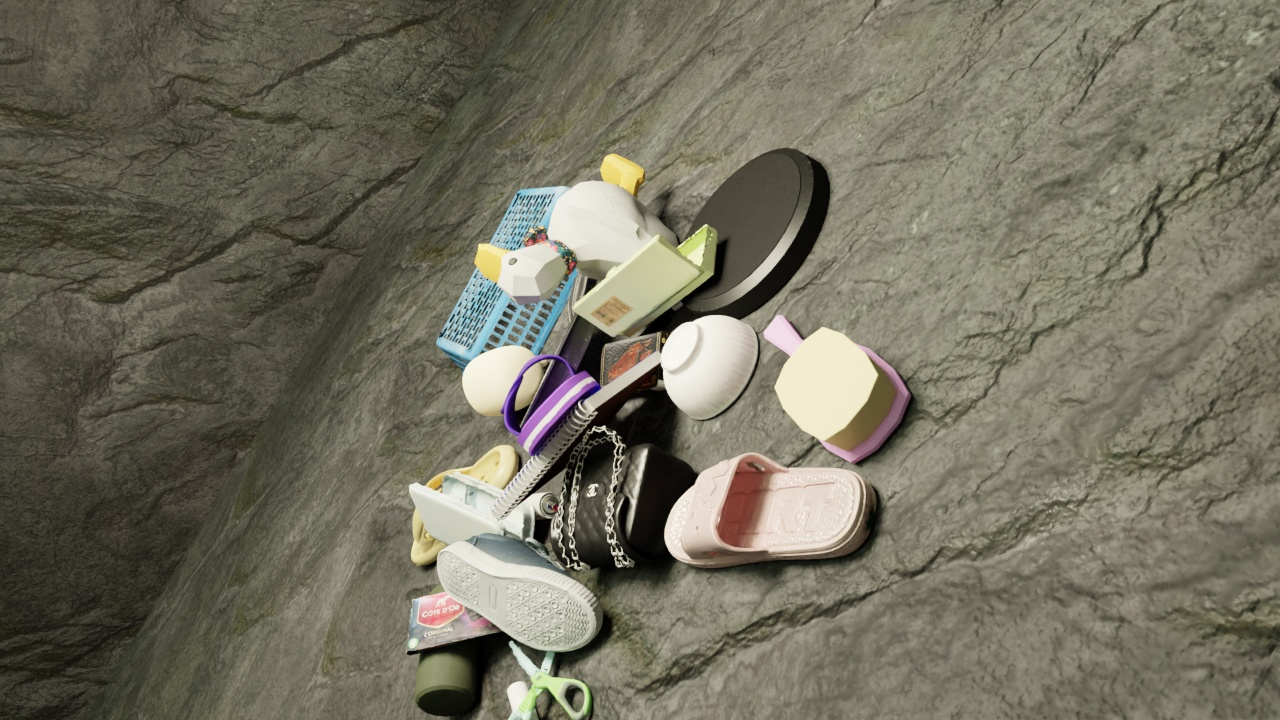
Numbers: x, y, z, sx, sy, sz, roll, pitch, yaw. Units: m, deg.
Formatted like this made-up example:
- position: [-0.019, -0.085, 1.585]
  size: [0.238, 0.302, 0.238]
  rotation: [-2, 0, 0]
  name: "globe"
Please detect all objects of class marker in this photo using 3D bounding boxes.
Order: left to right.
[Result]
- position: [-0.111, 0.381, 0.940]
  size: [0.027, 0.023, 0.133]
  rotation: [-56, 28, 7]
  name: "marker"

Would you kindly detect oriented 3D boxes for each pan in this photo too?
- position: [-0.098, -0.042, 1.281]
  size: [0.188, 0.055, 0.355]
  rotation: [-60, 7, 40]
  name: "pan"
- position: [0.079, -0.108, 1.094]
  size: [0.357, 0.034, 0.225]
  rotation: [-42, 33, 27]
  name: "pan"

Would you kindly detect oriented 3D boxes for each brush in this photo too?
- position: [0.159, 0.006, 0.844]
  size: [0.089, 0.043, 0.228]
  rotation: [-53, 29, 11]
  name: "brush"

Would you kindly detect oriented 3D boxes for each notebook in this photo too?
- position: [-0.073, 0.086, 1.038]
  size: [0.210, 0.022, 0.171]
  rotation: [-49, -8, 33]
  name: "notebook"

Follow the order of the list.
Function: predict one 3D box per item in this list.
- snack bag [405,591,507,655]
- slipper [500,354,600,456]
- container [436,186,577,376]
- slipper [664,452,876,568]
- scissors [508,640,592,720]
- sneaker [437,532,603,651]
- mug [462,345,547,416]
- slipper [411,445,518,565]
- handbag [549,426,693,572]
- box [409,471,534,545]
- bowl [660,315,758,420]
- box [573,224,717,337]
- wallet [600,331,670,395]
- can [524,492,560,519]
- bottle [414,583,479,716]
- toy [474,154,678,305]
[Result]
- position: [-0.202, 0.301, 1.088]
  size: [0.155, 0.018, 0.074]
  rotation: [-15, 41, 8]
  name: "snack bag"
- position: [-0.107, 0.042, 1.051]
  size: [0.107, 0.084, 0.266]
  rotation: [-45, -6, -2]
  name: "slipper"
- position: [-0.204, -0.131, 1.512]
  size: [0.257, 0.089, 0.362]
  rotation: [16, 77, 61]
  name: "container"
- position: [0.095, 0.129, 0.808]
  size: [0.240, 0.064, 0.094]
  rotation: [-15, 50, 51]
  name: "slipper"
- position: [-0.109, 0.338, 0.958]
  size: [0.159, 0.025, 0.171]
  rotation: [-52, 30, -13]
  name: "scissors"
- position: [-0.123, 0.246, 1.014]
  size: [0.236, 0.087, 0.089]
  rotation: [14, 111, 35]
  name: "sneaker"
- position: [-0.184, 0.023, 1.339]
  size: [0.119, 0.096, 0.100]
  rotation: [-28, 7, -41]
  name: "mug"
- position: [-0.274, 0.198, 1.326]
  size: [0.262, 0.079, 0.111]
  rotation: [-40, 30, 31]
  name: "slipper"
- position: [-0.038, 0.151, 0.949]
  size: [0.154, 0.114, 0.124]
  rotation: [-18, 49, 47]
  name: "handbag"
- position: [-0.202, 0.208, 1.188]
  size: [0.216, 0.123, 0.083]
  rotation: [13, 42, 43]
  name: "box"
- position: [0.064, -0.002, 0.984]
  size: [0.118, 0.062, 0.117]
  rotation: [-39, 34, 33]
  name: "bowl"
- position: [0.012, -0.101, 1.091]
  size: [0.188, 0.091, 0.083]
  rotation: [-32, 26, 48]
  name: "box"
- position: [-0.007, 0.007, 1.118]
  size: [0.123, 0.019, 0.072]
  rotation: [-13, 72, 53]
  name: "wallet"
- position: [-0.138, 0.186, 1.162]
  size: [0.095, 0.032, 0.032]
  rotation: [-17, 49, 52]
  name: "can"
- position: [-0.234, 0.330, 1.138]
  size: [0.072, 0.071, 0.206]
  rotation: [-43, 32, 27]
  name: "bottle"
- position: [-0.068, -0.157, 1.223]
  size: [0.247, 0.141, 0.266]
  rotation: [16, 47, 21]
  name: "toy"
